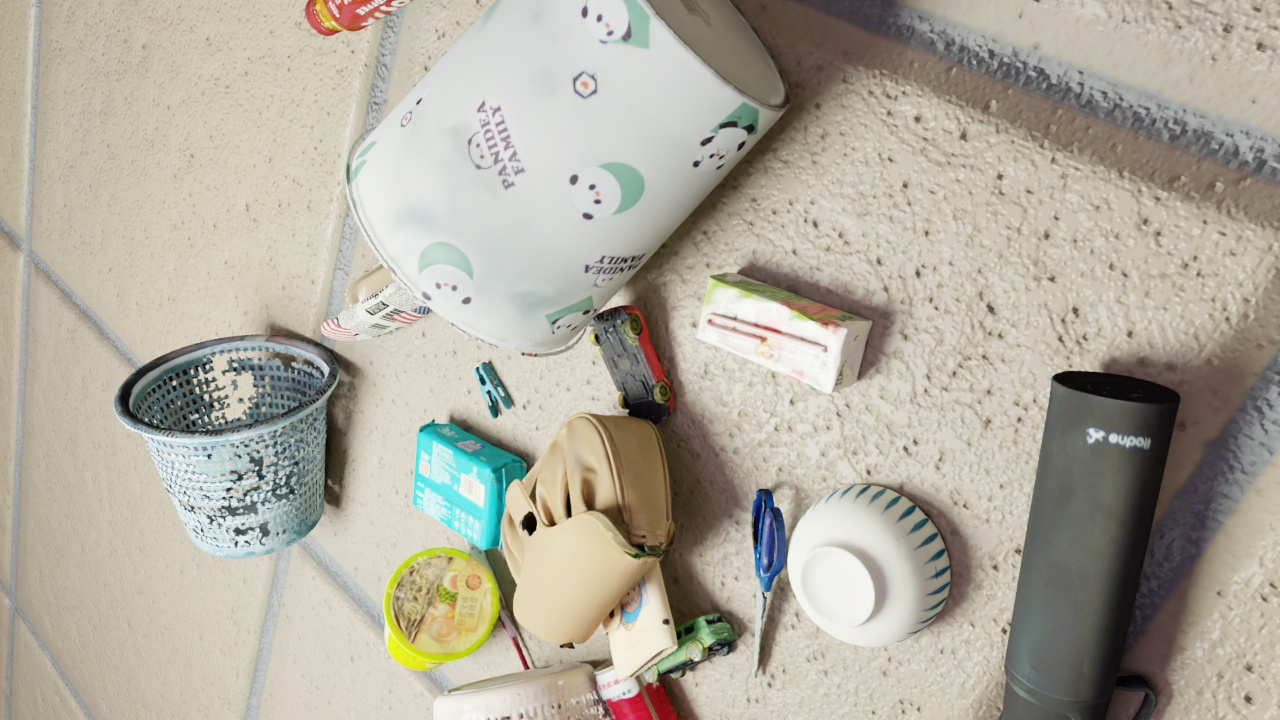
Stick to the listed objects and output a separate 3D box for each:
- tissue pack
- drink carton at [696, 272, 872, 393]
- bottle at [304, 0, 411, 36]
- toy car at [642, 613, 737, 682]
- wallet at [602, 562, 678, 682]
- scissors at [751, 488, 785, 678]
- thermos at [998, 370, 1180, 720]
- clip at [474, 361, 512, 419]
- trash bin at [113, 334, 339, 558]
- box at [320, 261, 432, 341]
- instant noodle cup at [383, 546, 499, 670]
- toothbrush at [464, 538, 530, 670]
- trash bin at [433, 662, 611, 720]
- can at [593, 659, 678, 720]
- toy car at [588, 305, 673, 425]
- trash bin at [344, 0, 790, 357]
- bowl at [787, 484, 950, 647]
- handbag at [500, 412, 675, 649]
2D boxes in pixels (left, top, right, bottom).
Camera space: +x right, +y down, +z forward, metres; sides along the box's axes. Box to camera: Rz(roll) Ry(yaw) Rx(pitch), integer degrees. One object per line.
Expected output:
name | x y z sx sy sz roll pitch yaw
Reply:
tissue pack | -0.174 0.122 0.916 0.133 0.050 0.093 22 114 33
drink carton | 0.102 -0.022 0.677 0.122 0.045 0.054 24 114 32
bottle | -0.257 -0.358 0.879 0.175 0.057 0.057 -9 94 39
toy car | 0.039 0.246 0.781 0.091 0.043 0.036 -40 59 28
wallet | -0.007 0.211 0.797 0.087 0.024 0.115 -45 46 36
scissors | 0.095 0.179 0.739 0.175 0.012 0.107 98 166 -46
thermos | 0.281 0.131 0.566 0.090 0.068 0.243 3 105 4
clip | -0.146 0.028 0.899 0.039 0.013 0.056 -31 82 37
trash bin | -0.449 0.105 1.041 0.227 0.225 0.195 23 125 32
box | -0.261 -0.059 0.925 0.163 0.087 0.076 -19 105 36
instant noodle cup | -0.212 0.263 0.934 0.111 0.111 0.124 57 146 14
toothbrush | -0.142 0.264 0.943 0.017 0.016 0.187 -34 78 47
trash bin | -0.099 0.384 0.825 0.228 0.227 0.192 -22 73 38
can | 0.008 0.327 0.814 0.053 0.053 0.132 -33 79 37
toy car | -0.005 0.004 0.773 0.049 0.031 0.106 -14 103 42
trash bin | -0.046 -0.165 0.663 0.253 0.229 0.229 -40 75 29
bowl | 0.155 0.153 0.659 0.117 0.066 0.116 8 103 36
handbag | -0.055 0.141 0.778 0.205 0.099 0.147 -55 44 37
